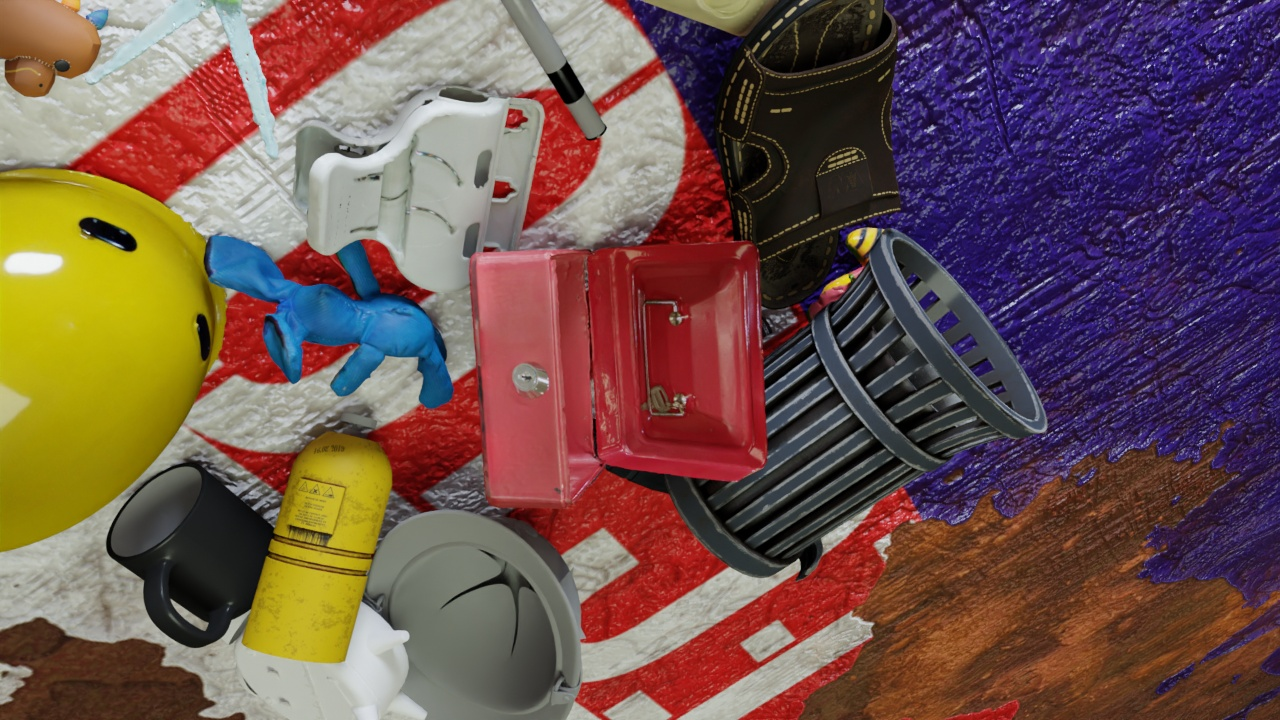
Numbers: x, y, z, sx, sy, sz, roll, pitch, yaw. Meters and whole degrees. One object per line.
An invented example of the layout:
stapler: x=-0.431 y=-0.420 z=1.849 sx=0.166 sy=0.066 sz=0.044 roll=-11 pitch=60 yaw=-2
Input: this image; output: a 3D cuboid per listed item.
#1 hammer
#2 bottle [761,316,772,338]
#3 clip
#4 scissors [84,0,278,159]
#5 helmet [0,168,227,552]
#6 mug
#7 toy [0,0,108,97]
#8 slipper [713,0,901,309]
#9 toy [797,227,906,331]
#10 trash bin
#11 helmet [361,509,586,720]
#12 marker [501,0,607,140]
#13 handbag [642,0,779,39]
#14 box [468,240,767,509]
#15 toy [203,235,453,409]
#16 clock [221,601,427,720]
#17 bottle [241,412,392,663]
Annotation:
hammer: x=0.024 y=0.092 z=0.731 sx=0.332 sy=0.117 sz=0.025 roll=27 pitch=115 yaw=-29
bottle: x=0.050 y=-0.001 z=0.706 sx=0.110 sy=0.036 sz=0.036 roll=-29 pitch=130 yaw=1
clip: x=-0.132 y=-0.103 z=0.553 sx=0.142 sy=0.072 sz=0.125 roll=-4 pitch=124 yaw=-31
scissors: x=-0.201 y=-0.184 z=0.446 sx=0.174 sy=0.022 sz=0.171 roll=-15 pitch=109 yaw=-2
helmet: x=-0.351 y=0.015 z=0.499 sx=0.240 sy=0.139 sz=0.209 roll=-27 pitch=130 yaw=0
mug: x=-0.304 y=0.140 z=0.627 sx=0.078 sy=0.113 sz=0.088 roll=-24 pitch=130 yaw=8
toy: x=-0.301 y=-0.185 z=0.439 sx=0.090 sy=0.071 sz=0.103 roll=22 pitch=93 yaw=-46
slipper: x=0.110 y=-0.117 z=0.585 sx=0.113 sy=0.075 sz=0.268 roll=-21 pitch=145 yaw=-12
toy: x=0.171 y=-0.051 z=0.713 sx=0.084 sy=0.046 sz=0.104 roll=15 pitch=113 yaw=-17
trash bin: x=0.137 y=0.043 z=0.656 sx=0.164 sy=0.164 sz=0.228 roll=28 pitch=124 yaw=-35
helmet: x=-0.114 y=0.188 z=0.739 sx=0.183 sy=0.117 sz=0.272 roll=21 pitch=126 yaw=9
marker: x=-0.059 y=-0.189 z=0.538 sx=0.016 sy=0.016 sz=0.140 roll=-32 pitch=130 yaw=4
handbag: x=0.035 y=-0.242 z=0.494 sx=0.119 sy=0.081 sz=0.111 roll=6 pitch=136 yaw=-28
box: x=-0.031 y=0.006 z=0.577 sx=0.168 sy=0.154 sz=0.157 roll=-12 pitch=100 yaw=-47
toy: x=-0.179 y=-0.016 z=0.574 sx=0.071 sy=0.112 sz=0.176 roll=-36 pitch=140 yaw=26
clock: x=-0.253 y=0.238 z=0.709 sx=0.161 sy=0.072 sz=0.125 roll=12 pitch=128 yaw=16
bottle: x=-0.217 y=0.118 z=0.636 sx=0.071 sy=0.071 sz=0.163 roll=20 pitch=76 yaw=-32
